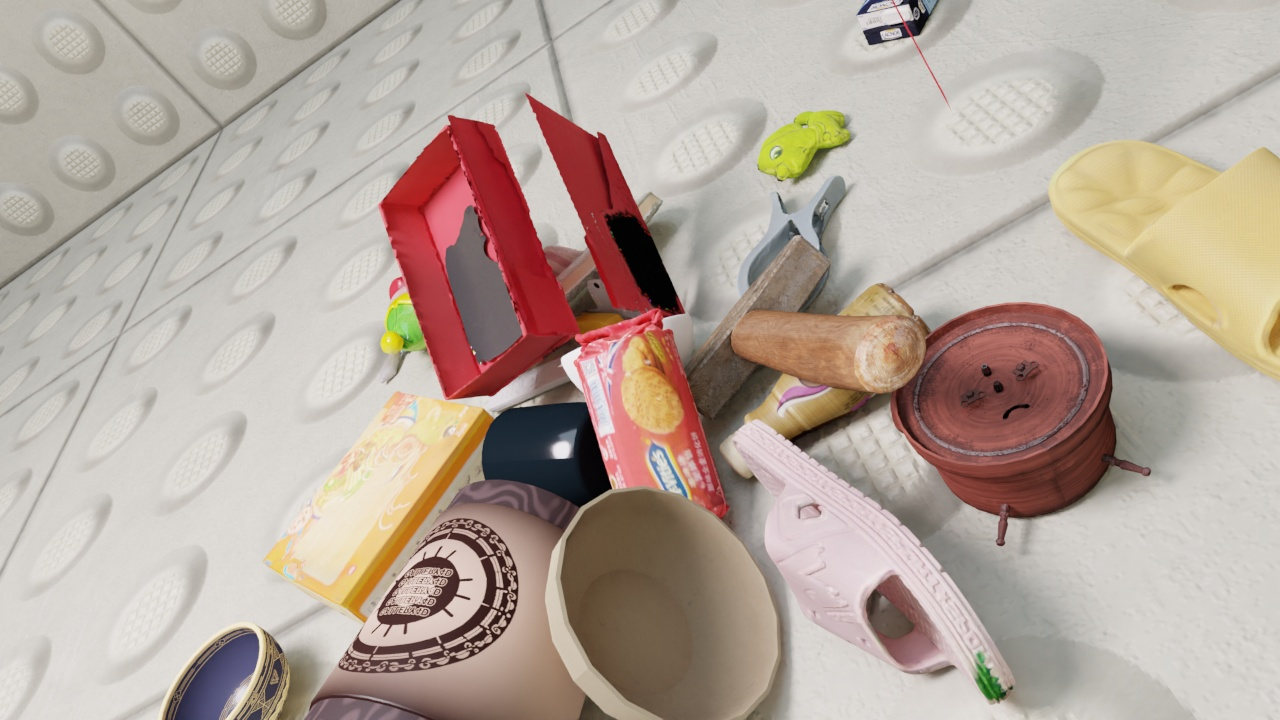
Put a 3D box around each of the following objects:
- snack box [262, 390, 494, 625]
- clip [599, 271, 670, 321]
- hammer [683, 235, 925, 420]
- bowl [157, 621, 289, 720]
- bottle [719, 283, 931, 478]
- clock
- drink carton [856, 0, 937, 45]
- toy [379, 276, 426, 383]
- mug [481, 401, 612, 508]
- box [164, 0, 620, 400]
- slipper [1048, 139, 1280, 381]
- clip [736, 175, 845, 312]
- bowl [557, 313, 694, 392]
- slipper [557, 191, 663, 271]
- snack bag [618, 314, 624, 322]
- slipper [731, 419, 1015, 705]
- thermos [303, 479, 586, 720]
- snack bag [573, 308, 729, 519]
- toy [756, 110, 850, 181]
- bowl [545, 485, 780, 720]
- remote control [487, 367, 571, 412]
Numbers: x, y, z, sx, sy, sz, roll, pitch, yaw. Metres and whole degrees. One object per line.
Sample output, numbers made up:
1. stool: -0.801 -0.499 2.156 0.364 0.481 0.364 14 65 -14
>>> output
1. snack box: -0.212 0.131 0.806 0.145 0.080 0.194 6 54 44
2. clip: -0.023 -0.064 0.885 0.102 0.056 0.056 4 21 43
3. hammer: 0.106 -0.017 0.595 0.158 0.037 0.301 -51 9 -1
4. bowl: -0.335 0.283 0.764 0.113 0.061 0.112 -24 38 20
5. bottle: 0.127 0.020 0.653 0.166 0.059 0.059 -43 35 9
6. clock: 0.217 0.023 0.555 0.121 0.072 0.157 -30 37 12
7. drink carton: 0.285 -0.395 0.979 0.064 0.040 0.129 5 54 44
8. toy: -0.265 -0.047 1.044 0.124 0.096 0.131 -27 56 26
9. mug: -0.054 0.070 0.745 0.095 0.085 0.121 -7 17 35
10. box: -0.193 -0.088 0.705 0.198 0.350 0.217 -33 74 35
11. slipper: 0.347 -0.085 0.556 0.099 0.078 0.263 -34 35 4
12. clip: 0.145 -0.100 0.792 0.112 0.028 0.162 -9 46 33
13. bowl: -0.004 0.004 0.762 0.114 0.050 0.115 -19 -4 -1
14. slipper: -0.083 -0.084 0.923 0.262 0.052 0.115 -44 2 -13
15. snack bag: -0.053 -0.034 0.894 0.099 0.020 0.026 3 26 43
16. slipper: 0.110 0.113 0.534 0.064 0.094 0.239 -38 33 -5
17. thermos: -0.109 0.202 0.576 0.173 0.173 0.225 -11 38 33
18. snack bag: 0.005 0.055 0.659 0.082 0.082 0.176 -21 78 22
19. toy: 0.158 -0.213 0.897 0.094 0.036 0.094 -15 43 18
20. bowl: 0.008 0.154 0.553 0.051 0.152 0.152 -51 23 40
21. remote control: -0.090 0.017 0.882 0.131 0.012 0.033 -23 36 21
